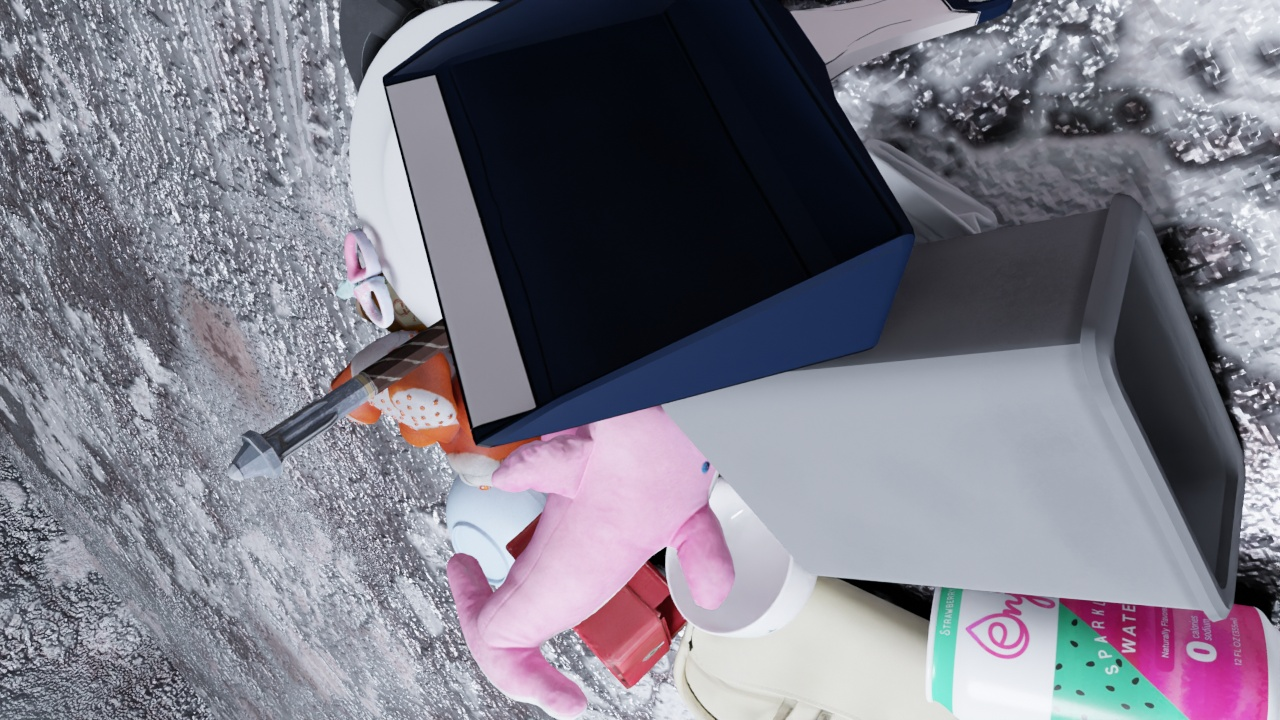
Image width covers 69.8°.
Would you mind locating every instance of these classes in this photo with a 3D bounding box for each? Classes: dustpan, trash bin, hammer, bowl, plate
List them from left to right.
[{"bbox_3d":[-0.100,-0.104,0.597,0.243,0.016,0.243,12,117,24],"label":"plate"},{"bbox_3d":[-0.123,0.155,0.836,0.151,0.074,0.151,23,133,27],"label":"bowl"},{"bbox_3d":[-0.076,-0.155,0.598,0.305,0.040,0.133,39,134,11],"label":"hammer"},{"bbox_3d":[-0.054,-0.040,0.444,0.098,0.321,0.044,56,146,-7],"label":"hammer"},{"bbox_3d":[0.032,-0.112,0.408,0.080,0.273,0.236,92,161,-55],"label":"dustpan"},{"bbox_3d":[0.072,0.131,0.604,0.054,0.104,0.105,23,156,-40],"label":"bowl"},{"bbox_3d":[0.152,0.034,0.462,0.220,0.097,0.192,-7,134,45],"label":"trash bin"}]

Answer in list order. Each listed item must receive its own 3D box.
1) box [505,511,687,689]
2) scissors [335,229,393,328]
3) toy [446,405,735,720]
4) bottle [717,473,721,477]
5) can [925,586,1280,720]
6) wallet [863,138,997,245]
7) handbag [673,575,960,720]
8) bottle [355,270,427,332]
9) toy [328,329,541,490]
[{"bbox_3d":[-0.026,0.173,0.716,0.129,0.086,0.158,45,167,21],"label":"box"},{"bbox_3d":[-0.223,-0.057,0.719,0.174,0.017,0.076,-4,106,62],"label":"scissors"},{"bbox_3d":[-0.036,0.092,0.583,0.187,0.266,0.127,41,-175,37],"label":"toy"},{"bbox_3d":[0.029,0.087,0.672,0.051,0.051,0.147,53,138,-4],"label":"bottle"},{"bbox_3d":[0.245,0.165,0.496,0.166,0.088,0.088,5,123,24],"label":"can"},{"bbox_3d":[0.132,-0.056,0.492,0.086,0.032,0.116,41,146,10],"label":"wallet"},{"bbox_3d":[0.126,0.223,0.643,0.229,0.131,0.184,19,123,28],"label":"handbag"},{"bbox_3d":[-0.173,-0.051,0.731,0.157,0.067,0.068,-3,117,42],"label":"bottle"},{"bbox_3d":[-0.147,0.045,0.729,0.172,0.092,0.164,29,156,-33],"label":"toy"}]
